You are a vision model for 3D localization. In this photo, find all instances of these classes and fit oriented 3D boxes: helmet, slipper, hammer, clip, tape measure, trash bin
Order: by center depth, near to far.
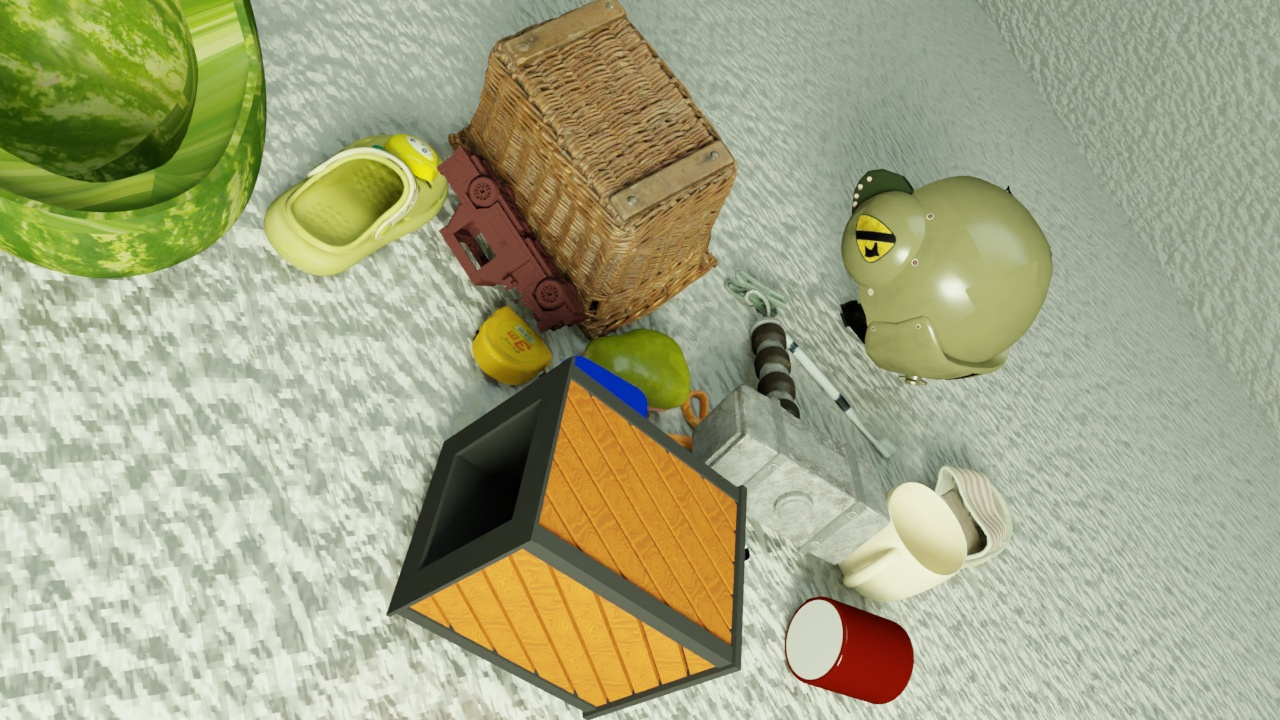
[{"bbox_3d":[-0.334,-0.175,0.531,0.212,0.247,0.243,-29,38,-30],"label":"helmet"},{"bbox_3d":[-0.040,0.124,0.612,0.171,0.140,0.139,38,39,-27],"label":"trash bin"},{"bbox_3d":[-0.220,-0.141,0.738,0.091,0.082,0.190,41,41,-5],"label":"slipper"},{"bbox_3d":[-0.110,-0.007,0.766,0.068,0.030,0.058,43,37,3],"label":"tape measure"},{"bbox_3d":[0.138,0.037,0.922,0.177,0.080,0.325,31,31,-19],"label":"hammer"},{"bbox_3d":[0.356,0.177,1.035,0.262,0.052,0.115,-6,64,-45],"label":"slipper"},{"bbox_3d":[0.132,-0.077,1.056,0.076,0.044,0.023,28,38,-23],"label":"clip"},{"bbox_3d":[0.336,-0.088,1.057,0.249,0.256,0.232,2,54,-41],"label":"helmet"}]

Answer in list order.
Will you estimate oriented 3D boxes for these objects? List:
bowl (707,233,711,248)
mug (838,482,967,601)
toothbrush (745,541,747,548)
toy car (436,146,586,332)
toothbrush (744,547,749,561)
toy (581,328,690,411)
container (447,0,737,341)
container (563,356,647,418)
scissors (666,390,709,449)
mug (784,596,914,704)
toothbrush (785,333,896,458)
[{"bbox_3d":[0.007,-0.130,0.950,0.121,0.056,0.121,6,65,-13],"label":"bowl"},{"bbox_3d":[0.234,0.184,0.876,0.119,0.100,0.096,-22,73,-44],"label":"mug"},{"bbox_3d":[0.040,0.107,0.810,0.022,0.015,0.154,-28,70,-30],"label":"toothbrush"},{"bbox_3d":[-0.117,-0.093,0.779,0.170,0.062,0.070,57,9,1],"label":"toy car"},{"bbox_3d":[0.030,0.128,0.799,0.167,0.014,0.014,36,39,-13],"label":"toothbrush"},{"bbox_3d":[-0.005,0.005,0.839,0.109,0.051,0.090,10,50,-35],"label":"toy"},{"bbox_3d":[-0.035,-0.178,0.819,0.162,0.184,0.250,-32,82,-23],"label":"container"},{"bbox_3d":[-0.047,0.055,0.738,0.096,0.058,0.114,30,42,-6],"label":"container"},{"bbox_3d":[0.067,0.082,0.874,0.131,0.011,0.125,28,42,-23],"label":"scissors"},{"bbox_3d":[0.174,0.242,0.802,0.082,0.073,0.105,25,15,-27],"label":"mug"},{"bbox_3d":[0.228,0.039,1.058,0.187,0.017,0.012,48,18,0],"label":"toothbrush"}]
